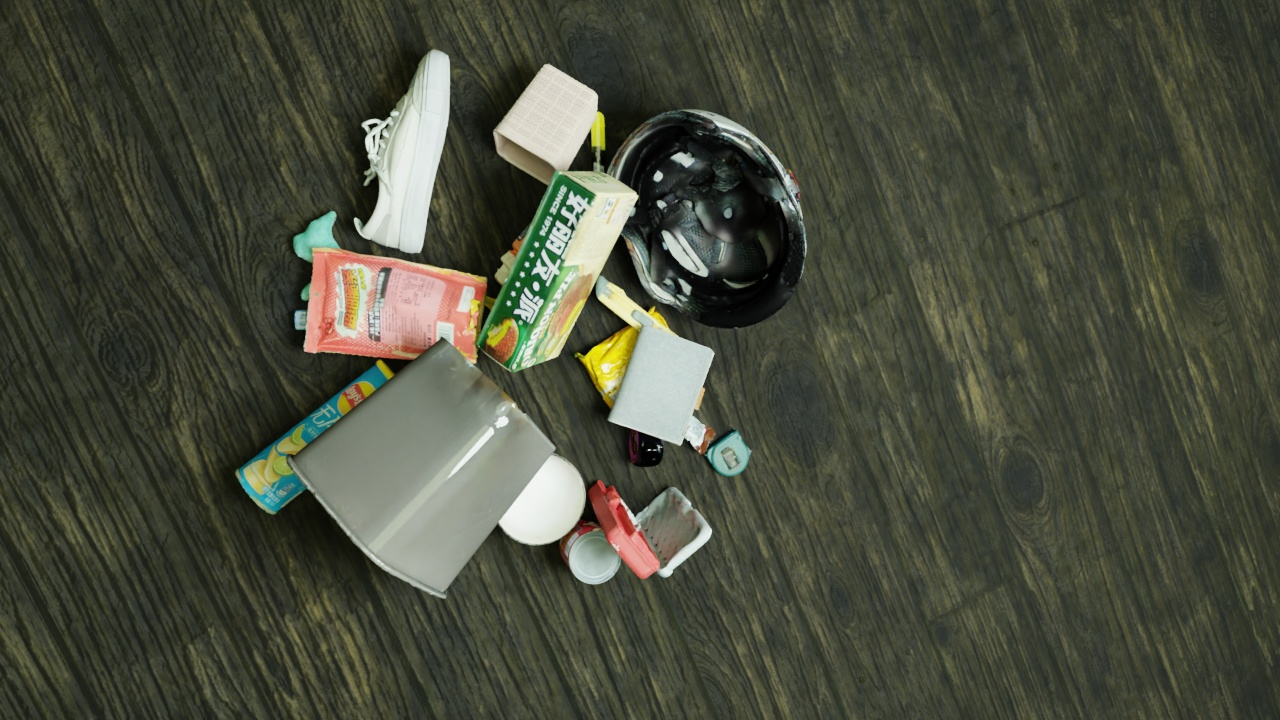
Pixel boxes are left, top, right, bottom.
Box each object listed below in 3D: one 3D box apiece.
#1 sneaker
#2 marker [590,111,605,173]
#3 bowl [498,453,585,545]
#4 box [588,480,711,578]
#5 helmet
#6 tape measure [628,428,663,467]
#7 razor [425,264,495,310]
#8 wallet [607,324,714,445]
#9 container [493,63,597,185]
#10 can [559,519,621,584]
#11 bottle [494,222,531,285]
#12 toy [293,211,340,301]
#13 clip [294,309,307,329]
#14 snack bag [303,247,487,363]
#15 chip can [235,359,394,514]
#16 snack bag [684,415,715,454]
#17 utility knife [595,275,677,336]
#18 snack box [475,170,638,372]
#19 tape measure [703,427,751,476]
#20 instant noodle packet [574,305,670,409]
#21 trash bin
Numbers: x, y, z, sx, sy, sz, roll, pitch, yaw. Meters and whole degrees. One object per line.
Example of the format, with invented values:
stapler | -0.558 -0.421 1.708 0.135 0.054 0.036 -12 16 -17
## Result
sneaker | -0.288 -0.256 1.105 0.090 0.089 0.242 12 95 -9
marker | -0.054 -0.259 1.192 0.018 0.015 0.124 -2 95 -9
bowl | -0.132 0.169 1.157 0.116 0.066 0.116 -1 92 -13
box | 0.007 0.185 1.118 0.100 0.201 0.094 -39 103 -3
helmet | 0.093 -0.186 1.145 0.274 0.156 0.231 48 121 -5
tape measure | 0.009 0.110 1.193 0.039 0.058 0.057 0 63 -16
razor | -0.216 -0.086 1.153 0.132 0.028 0.043 29 88 -10
wallet | 0.029 0.032 1.162 0.106 0.037 0.129 20 89 -9
container | -0.113 -0.291 1.135 0.090 0.090 0.111 31 81 0
can | -0.066 0.239 1.159 0.066 0.094 0.066 0 91 -14
bottle | -0.124 -0.148 1.157 0.149 0.067 0.067 -42 100 -2
toy | -0.383 -0.119 1.110 0.096 0.030 0.092 -39 97 -6
clip | -0.390 -0.049 1.117 0.058 0.037 0.026 -1 89 -10
snack bag | -0.293 -0.061 1.100 0.208 0.073 0.128 7 97 -6
chip can | -0.373 0.090 1.096 0.210 0.071 0.071 -39 99 -9
snack bag | 0.053 0.080 1.217 0.105 0.026 0.045 37 51 -10
utility knife | 0.014 -0.044 1.175 0.182 0.019 0.031 37 84 -12
snack box | -0.098 -0.106 1.084 0.063 0.114 0.240 35 113 15
tape measure | 0.119 0.128 1.236 0.058 0.025 0.054 -35 98 -10
instant noodle packet | -0.007 0.007 1.194 0.128 0.044 0.111 -33 92 -14
trash bin | -0.237 0.114 1.044 0.199 0.199 0.219 38 79 27
